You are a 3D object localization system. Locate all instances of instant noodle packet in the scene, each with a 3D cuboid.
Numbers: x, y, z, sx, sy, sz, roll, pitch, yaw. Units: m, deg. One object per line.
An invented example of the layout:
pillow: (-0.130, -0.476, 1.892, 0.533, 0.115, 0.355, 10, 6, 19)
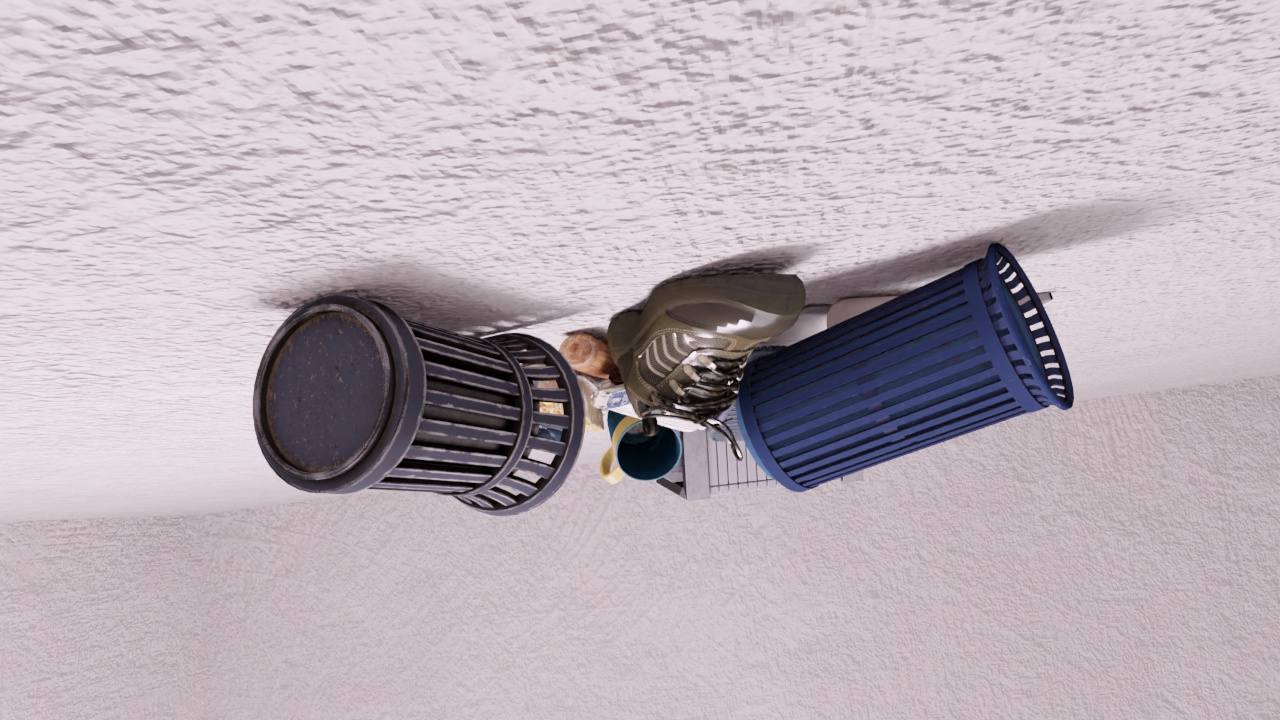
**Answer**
instant noodle packet: (0.015, 0.054, 1.009, 0.134, 0.026, 0.087, 17, 167, -7)

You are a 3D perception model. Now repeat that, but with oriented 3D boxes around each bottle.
bottle: (0.252, -0.038, 0.886, 0.146, 0.051, 0.051, -4, 170, -19)

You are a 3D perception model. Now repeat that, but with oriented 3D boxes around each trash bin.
trash bin: (0.155, 0.094, 1.246, 0.246, 0.142, 0.142, -4, -177, -15)
trash bin: (0.211, 0.018, 0.777, 0.250, 0.139, 0.139, -26, 162, 32)
trash bin: (-0.170, 0.038, 0.724, 0.164, 0.164, 0.227, -11, 166, 24)

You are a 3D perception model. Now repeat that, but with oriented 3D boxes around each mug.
mug: (-0.009, 0.103, 1.162, 0.114, 0.083, 0.107, -46, -158, 8)

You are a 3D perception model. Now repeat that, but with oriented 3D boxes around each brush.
brush: (-0.093, 0.049, 1.118, 0.083, 0.056, 0.271, 6, 171, 5)

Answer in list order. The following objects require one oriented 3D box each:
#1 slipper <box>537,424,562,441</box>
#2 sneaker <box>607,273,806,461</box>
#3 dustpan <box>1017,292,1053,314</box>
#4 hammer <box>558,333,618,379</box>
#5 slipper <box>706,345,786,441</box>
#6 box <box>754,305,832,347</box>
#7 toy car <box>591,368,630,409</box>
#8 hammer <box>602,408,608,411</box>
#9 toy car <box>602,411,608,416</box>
slipper: (-0.215, 0.113, 1.278, 0.265, 0.083, 0.109, 4, 174, -19)
sneaker: (0.046, 0.013, 0.759, 0.101, 0.143, 0.239, -1, 169, -28)
dustpan: (0.305, -0.030, 1.037, 0.257, 0.033, 0.163, -17, 171, -3)
hammer: (-0.006, 0.006, 1.004, 0.158, 0.037, 0.300, -10, 171, 19)
slipper: (0.128, 0.023, 1.006, 0.101, 0.082, 0.264, -1, 158, -2)
box: (0.128, -0.032, 0.926, 0.209, 0.034, 0.130, -2, 167, -27)
toy car: (0.005, 0.027, 0.920, 0.112, 0.040, 0.049, -16, 156, -22)
hammer: (-0.075, 0.062, 1.310, 0.330, 0.030, 0.120, 7, 149, -36)
toy car: (-0.040, 0.073, 1.420, 0.090, 0.027, 0.038, -9, 169, 9)
